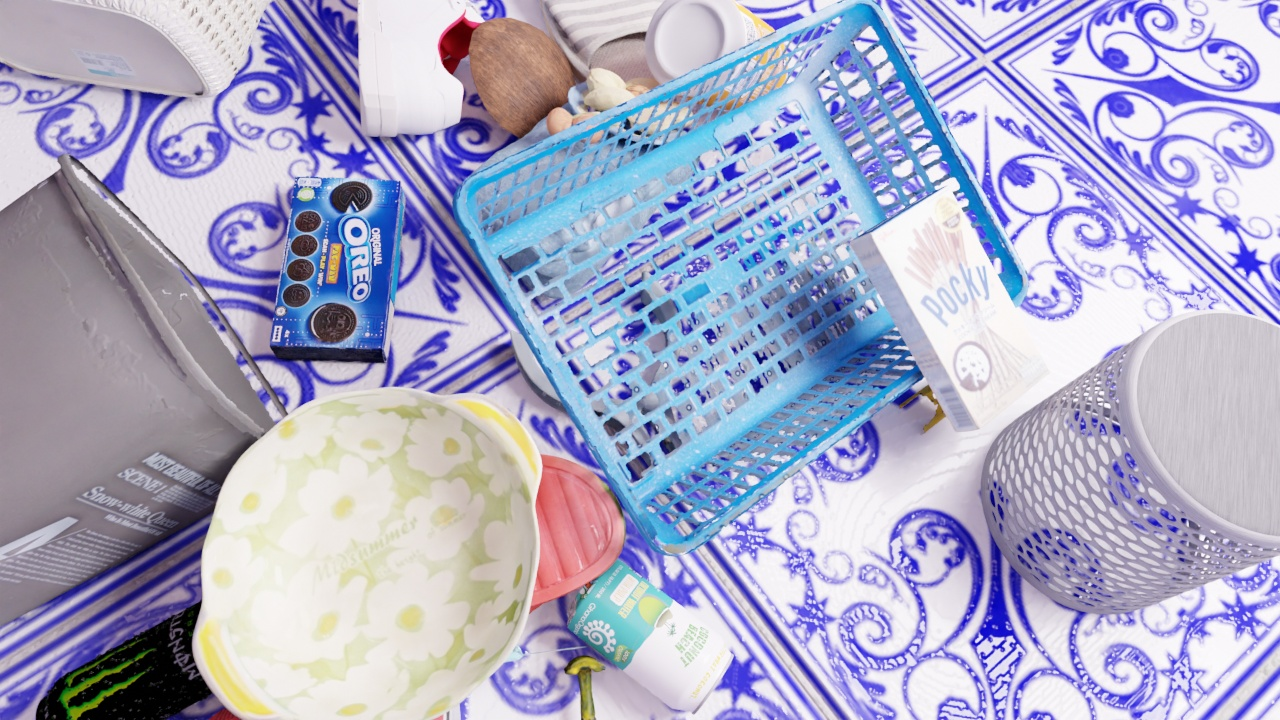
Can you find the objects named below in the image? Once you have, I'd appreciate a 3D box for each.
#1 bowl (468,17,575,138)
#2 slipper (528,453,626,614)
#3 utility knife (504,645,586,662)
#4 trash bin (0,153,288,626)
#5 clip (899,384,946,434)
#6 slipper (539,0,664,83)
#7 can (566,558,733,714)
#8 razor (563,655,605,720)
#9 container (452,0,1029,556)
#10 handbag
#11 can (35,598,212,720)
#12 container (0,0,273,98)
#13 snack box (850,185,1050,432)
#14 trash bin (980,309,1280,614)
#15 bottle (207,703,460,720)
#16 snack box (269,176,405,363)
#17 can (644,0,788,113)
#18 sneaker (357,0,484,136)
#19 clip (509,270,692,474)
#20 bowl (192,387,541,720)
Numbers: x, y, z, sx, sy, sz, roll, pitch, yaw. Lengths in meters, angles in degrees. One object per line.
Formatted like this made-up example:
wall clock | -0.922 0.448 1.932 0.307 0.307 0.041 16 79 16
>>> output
bowl | -0.089 -0.236 0.753 0.101 0.026 0.114 -4 76 -41
slipper | -0.128 0.133 0.595 0.249 0.059 0.103 -19 70 4
utility knife | -0.105 0.184 0.567 0.147 0.022 0.015 -5 77 -10
trash bin | -0.362 0.036 0.554 0.220 0.198 0.197 -35 74 -12
clip | 0.223 0.025 0.685 0.054 0.048 0.046 -32 117 -16
slipper | -0.043 -0.345 0.824 0.114 0.054 0.272 -21 68 -8
can | 0.005 0.176 0.588 0.101 0.055 0.054 35 67 11
razor | -0.031 0.240 0.571 0.026 0.042 0.105 -4 76 -10
container | 0.075 -0.067 0.634 0.361 0.089 0.257 -32 94 -24
handbag | -0.041 -0.148 0.696 0.122 0.119 0.191 40 61 11
can | -0.284 0.184 0.548 0.137 0.054 0.054 -28 70 -1
container | -0.417 -0.303 0.708 0.251 0.185 0.143 9 77 1
snack box | 0.211 -0.035 0.621 0.081 0.026 0.150 -32 95 -24
trash bin | 0.334 0.069 0.593 0.156 0.184 0.156 2 65 -4
bottle | -0.198 0.228 0.543 0.176 0.062 0.062 -3 66 -6
snack box | -0.226 -0.071 0.695 0.082 0.027 0.150 0 66 -5
can | 0.066 -0.241 0.729 0.079 0.142 0.079 3 98 25
sneaker | -0.183 -0.293 0.772 0.104 0.090 0.236 -1 64 -15
clip | 0.005 -0.004 0.684 0.173 0.031 0.164 39 71 11
bowl | -0.149 0.113 0.533 0.219 0.060 0.188 -42 78 -8
